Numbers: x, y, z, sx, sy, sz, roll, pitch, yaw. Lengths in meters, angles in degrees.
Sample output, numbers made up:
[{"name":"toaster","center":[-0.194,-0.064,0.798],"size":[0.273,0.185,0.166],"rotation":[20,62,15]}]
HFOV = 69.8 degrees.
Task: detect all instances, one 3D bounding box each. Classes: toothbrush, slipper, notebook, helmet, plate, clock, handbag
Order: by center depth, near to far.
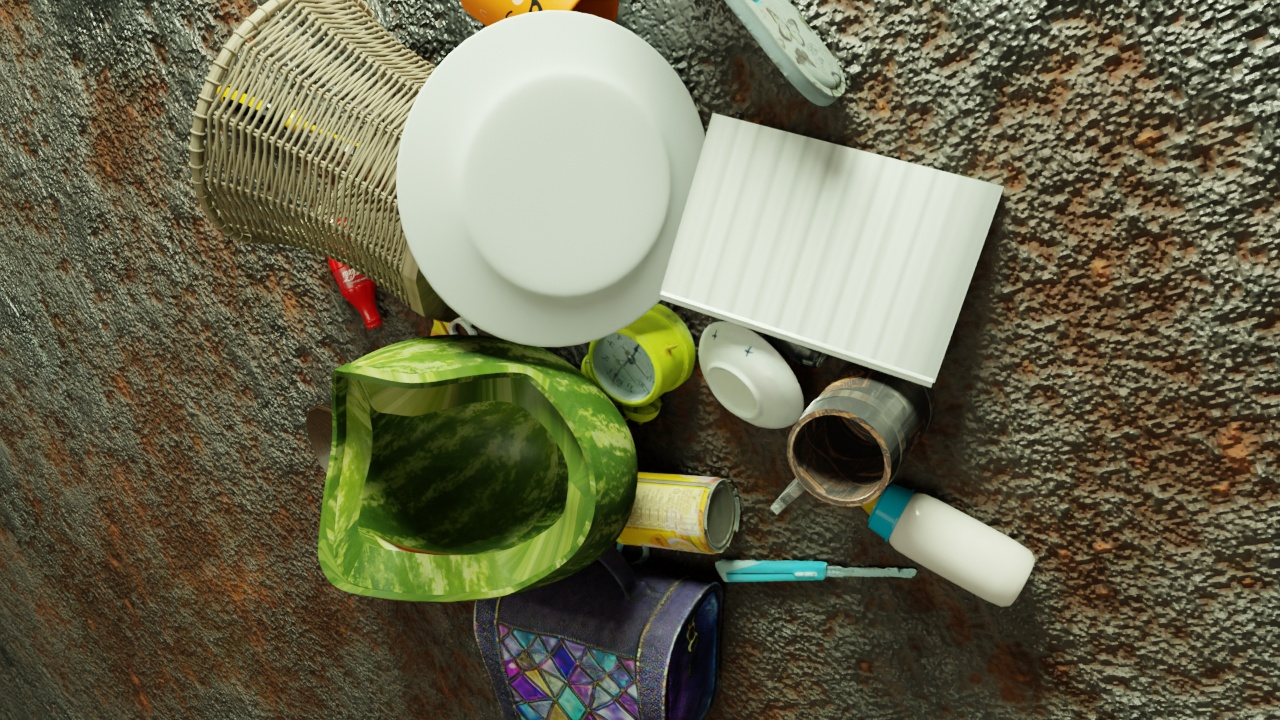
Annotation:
[{"name":"slipper","center":[0.057,-0.287,0.599],"size":[0.055,0.098,0.269],"rotation":[-35,91,38]},{"name":"notebook","center":[0.128,-0.081,0.657],"size":[0.210,0.009,0.143],"rotation":[19,100,18]},{"name":"plate","center":[-0.053,-0.126,0.668],"size":[0.016,0.242,0.243],"rotation":[-147,47,-61]},{"name":"plate","center":[0.081,0.018,0.730],"size":[0.104,0.026,0.104],"rotation":[37,152,24]},{"name":"helmet","center":[-0.131,0.086,0.761],"size":[0.243,0.247,0.213],"rotation":[-164,79,-71]},{"name":"clock","center":[-0.005,0.005,0.788],"size":[0.083,0.056,0.119],"rotation":[40,132,11]},{"name":"handbag","center":[-0.034,0.263,0.862],"size":[0.205,0.125,0.222],"rotation":[6,116,28]},{"name":"toothbrush","center":[-0.350,-0.241,0.916],"size":[0.197,0.031,0.031],"rotation":[24,89,20]}]

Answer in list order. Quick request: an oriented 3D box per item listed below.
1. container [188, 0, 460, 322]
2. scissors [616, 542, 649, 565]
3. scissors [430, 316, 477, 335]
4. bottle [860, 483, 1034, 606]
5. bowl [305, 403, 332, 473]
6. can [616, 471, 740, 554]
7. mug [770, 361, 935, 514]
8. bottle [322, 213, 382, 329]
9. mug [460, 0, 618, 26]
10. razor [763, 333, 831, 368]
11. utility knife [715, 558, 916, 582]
[{"name":"container","center":[-0.206,-0.157,0.750],"size":[0.196,0.226,0.227],"rotation":[28,123,11]},{"name":"scissors","center":[-0.045,0.205,0.926],"size":[0.138,0.011,0.134],"rotation":[31,126,13]},{"name":"scissors","center":[-0.203,-0.053,0.915],"size":[0.064,0.013,0.128],"rotation":[-21,99,36]},{"name":"bottle","center":[0.222,0.132,0.702],"size":[0.146,0.051,0.051],"rotation":[28,122,19]},{"name":"bowl","center":[-0.287,0.090,0.919],"size":[0.118,0.030,0.118],"rotation":[24,131,31]},{"name":"can","center":[0.028,0.134,0.816],"size":[0.105,0.067,0.068],"rotation":[0,110,32]},{"name":"mug","center":[0.152,0.060,0.680],"size":[0.080,0.107,0.116],"rotation":[45,126,8]},{"name":"bottle","center":[-0.296,-0.089,0.942],"size":[0.036,0.036,0.119],"rotation":[-14,102,35]},{"name":"mug","center":[-0.079,-0.267,0.716],"size":[0.096,0.077,0.113],"rotation":[38,156,13]},{"name":"razor","center":[0.110,-0.067,0.695],"size":[0.067,0.053,0.151],"rotation":[-20,92,26]},{"name":"utility knife","center":[0.148,0.180,0.794],"size":[0.181,0.015,0.022],"rotation":[-10,108,32]}]
